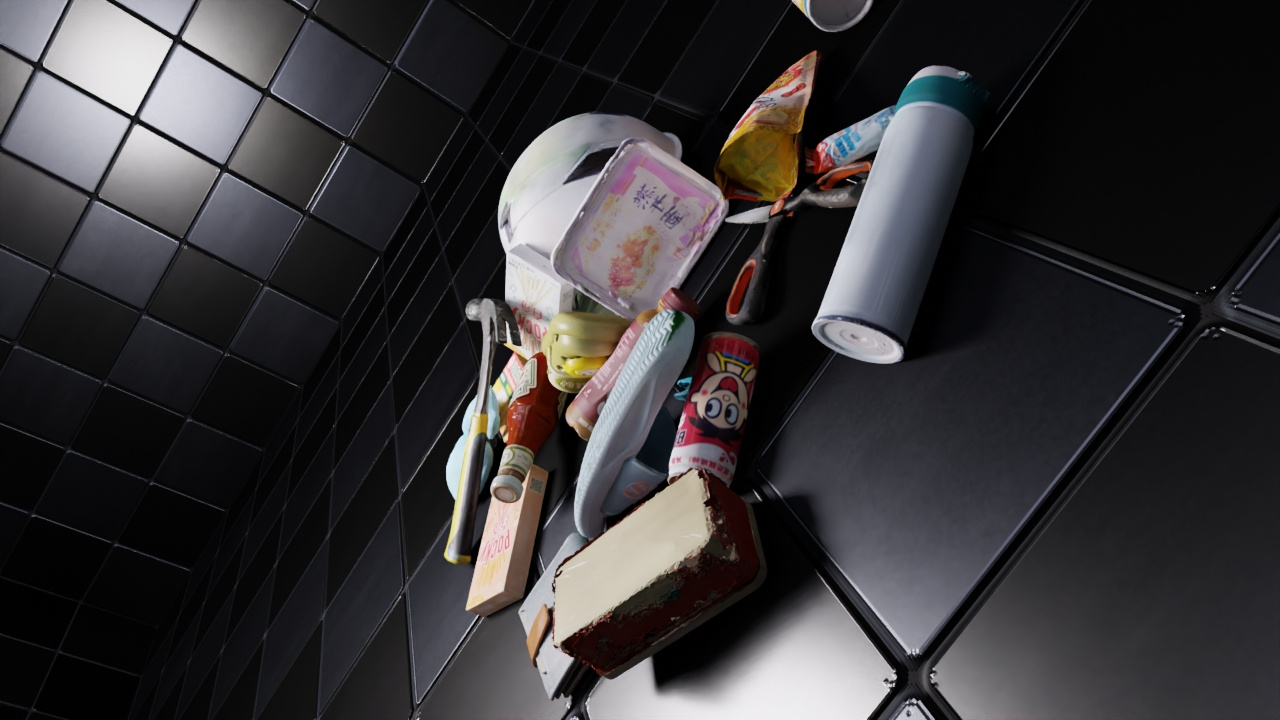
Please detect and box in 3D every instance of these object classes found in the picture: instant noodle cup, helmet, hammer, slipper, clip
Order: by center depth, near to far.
[{"bbox_3d":[0.003,0.061,0.827,0.103,0.074,0.246,-83,15,-54],"label":"slipper"},{"bbox_3d":[0.051,0.025,0.852,0.057,0.014,0.046,-15,53,56],"label":"clip"},{"bbox_3d":[0.192,-0.397,0.951,0.099,0.099,0.109,-45,38,30],"label":"instant noodle cup"},{"bbox_3d":[-0.001,-0.140,1.004,0.173,0.138,0.060,-57,4,7],"label":"instant noodle cup"},{"bbox_3d":[-0.061,-0.004,1.011,0.191,0.091,0.081,157,114,-74],"label":"slipper"},{"bbox_3d":[-0.198,0.086,1.113,0.126,0.031,0.323,9,91,60],"label":"hammer"},{"bbox_3d":[-0.083,-0.207,1.128,0.259,0.146,0.228,-42,31,33],"label":"helmet"}]

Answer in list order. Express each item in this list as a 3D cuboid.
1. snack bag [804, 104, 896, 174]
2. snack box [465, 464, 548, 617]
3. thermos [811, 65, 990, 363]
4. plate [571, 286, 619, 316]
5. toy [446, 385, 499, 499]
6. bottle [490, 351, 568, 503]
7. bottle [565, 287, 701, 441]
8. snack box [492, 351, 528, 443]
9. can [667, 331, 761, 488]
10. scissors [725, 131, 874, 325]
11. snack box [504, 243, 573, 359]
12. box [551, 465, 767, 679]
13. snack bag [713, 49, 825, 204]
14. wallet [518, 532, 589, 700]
[{"bbox_3d":[0.190,-0.190,0.781,0.104,0.026,0.048,-23,37,24],"label":"snack bag"},{"bbox_3d":[-0.148,0.199,1.024,0.085,0.026,0.157,-36,34,41],"label":"snack box"},{"bbox_3d":[0.191,-0.112,0.671,0.073,0.073,0.224,-6,58,60],"label":"thermos"},{"bbox_3d":[-0.044,-0.124,1.172,0.231,0.027,0.229,-42,31,33],"label":"plate"},{"bbox_3d":[-0.218,0.121,1.197,0.162,0.049,0.156,-34,49,55],"label":"toy"},{"bbox_3d":[-0.127,0.075,1.050,0.060,0.059,0.205,-40,24,38],"label":"bottle"},{"bbox_3d":[-0.005,0.005,0.925,0.175,0.057,0.057,-52,26,17],"label":"bottle"},{"bbox_3d":[-0.161,0.050,1.206,0.077,0.027,0.155,-57,25,8],"label":"snack box"},{"bbox_3d":[0.062,0.045,0.762,0.053,0.053,0.132,-23,44,53],"label":"can"},{"bbox_3d":[0.136,-0.136,0.851,0.221,0.021,0.229,-21,44,53],"label":"scissors"},{"bbox_3d":[-0.124,-0.059,1.108,0.026,0.085,0.157,-42,-26,-38],"label":"snack box"},{"bbox_3d":[0.004,0.159,0.694,0.169,0.077,0.091,-39,31,22],"label":"box"},{"bbox_3d":[0.128,-0.231,0.913,0.129,0.073,0.207,-43,17,35],"label":"snack bag"},{"bbox_3d":[-0.070,0.230,0.833,0.106,0.037,0.129,-55,26,8],"label":"wallet"}]
